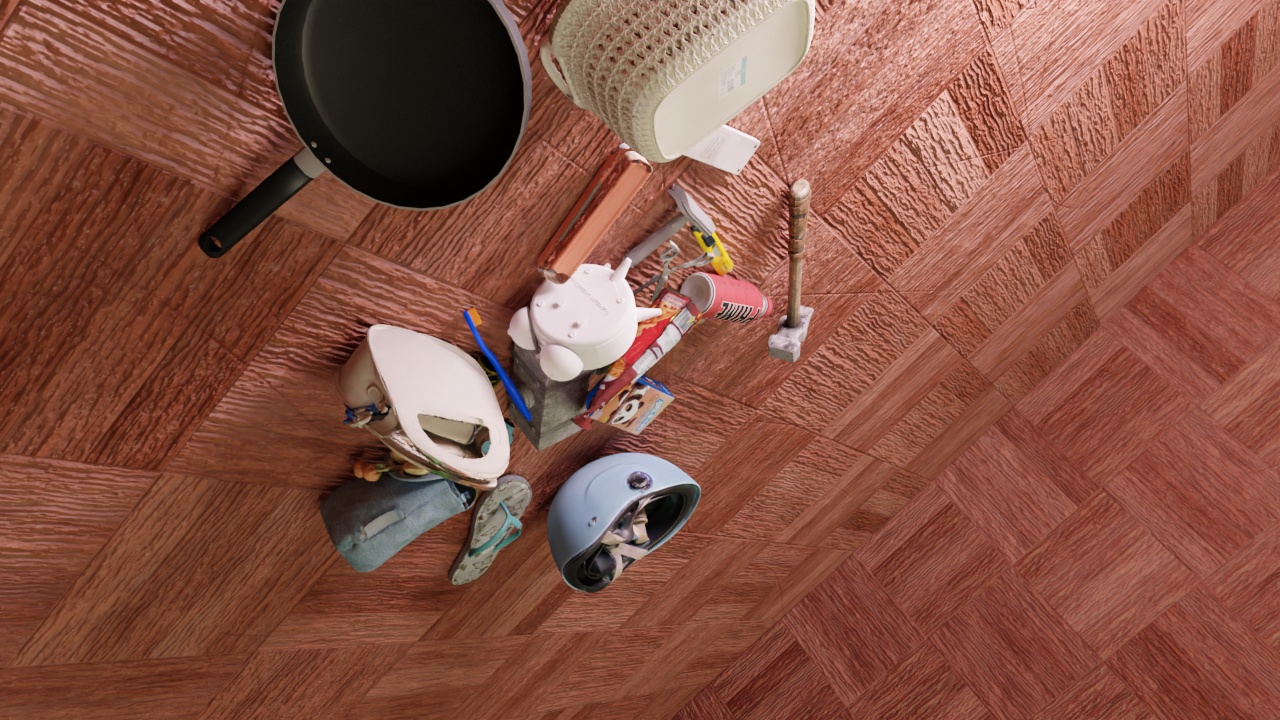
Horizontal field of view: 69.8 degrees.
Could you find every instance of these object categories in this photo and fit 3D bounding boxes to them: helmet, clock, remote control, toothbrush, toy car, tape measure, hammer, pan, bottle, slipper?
[{"bbox_3d":[-0.035,0.242,1.493,0.265,0.166,0.226,-23,149,-21],"label":"helmet"},{"bbox_3d":[-0.070,-0.056,1.096,0.160,0.125,0.073,-37,149,-17],"label":"clock"},{"bbox_3d":[0.091,-0.261,1.108,0.135,0.011,0.050,5,129,-50],"label":"remote control"},{"bbox_3d":[-0.171,0.008,1.123,0.018,0.016,0.183,-38,128,-17],"label":"toothbrush"},{"bbox_3d":[-0.214,0.106,1.258,0.060,0.027,0.107,-47,149,14],"label":"toy car"},{"bbox_3d":[-0.204,0.021,1.148,0.061,0.034,0.061,-46,159,20],"label":"tape measure"},{"bbox_3d":[-0.029,-0.014,1.259,0.325,0.079,0.177,-26,148,-31],"label":"hammer"},{"bbox_3d":[-0.243,-0.186,0.751,0.357,0.044,0.204,-30,111,25],"label":"pan"},{"bbox_3d":[0.233,-0.136,1.376,0.319,0.049,0.121,82,30,-49],"label":"hammer"},{"bbox_3d":[0.132,-0.087,1.336,0.176,0.062,0.062,5,129,-50],"label":"bottle"},{"bbox_3d":[-0.228,0.281,1.457,0.098,0.054,0.270,-12,142,-41],"label":"slipper"}]

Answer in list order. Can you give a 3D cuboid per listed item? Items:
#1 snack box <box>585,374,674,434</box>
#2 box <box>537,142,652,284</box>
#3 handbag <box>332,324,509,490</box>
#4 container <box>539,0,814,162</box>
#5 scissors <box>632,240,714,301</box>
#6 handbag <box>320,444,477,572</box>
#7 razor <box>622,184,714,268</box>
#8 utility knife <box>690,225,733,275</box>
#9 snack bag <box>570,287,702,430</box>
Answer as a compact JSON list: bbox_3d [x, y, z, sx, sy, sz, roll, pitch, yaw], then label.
[{"bbox_3d":[-0.018,0.062,1.402,0.087,0.034,0.151,-45,149,11],"label":"snack box"},{"bbox_3d":[-0.053,-0.161,1.053,0.187,0.056,0.059,-51,180,23],"label":"box"},{"bbox_3d":[-0.235,0.068,1.019,0.093,0.199,0.200,-45,147,18],"label":"handbag"},{"bbox_3d":[0.044,-0.308,0.864,0.246,0.143,0.184,-38,163,-2],"label":"container"},{"bbox_3d":[0.034,-0.117,1.196,0.141,0.014,0.175,-23,164,-7],"label":"scissors"},{"bbox_3d":[-0.310,0.167,1.161,0.191,0.122,0.119,-29,132,-13],"label":"handbag"},{"bbox_3d":[0.027,-0.158,1.154,0.116,0.047,0.088,-37,151,13],"label":"razor"},{"bbox_3d":[0.101,-0.155,1.260,0.030,0.017,0.151,-32,153,7],"label":"utility knife"},{"bbox_3d":[-0.007,0.007,1.151,0.208,0.066,0.139,-52,179,-4],"label":"snack bag"}]
